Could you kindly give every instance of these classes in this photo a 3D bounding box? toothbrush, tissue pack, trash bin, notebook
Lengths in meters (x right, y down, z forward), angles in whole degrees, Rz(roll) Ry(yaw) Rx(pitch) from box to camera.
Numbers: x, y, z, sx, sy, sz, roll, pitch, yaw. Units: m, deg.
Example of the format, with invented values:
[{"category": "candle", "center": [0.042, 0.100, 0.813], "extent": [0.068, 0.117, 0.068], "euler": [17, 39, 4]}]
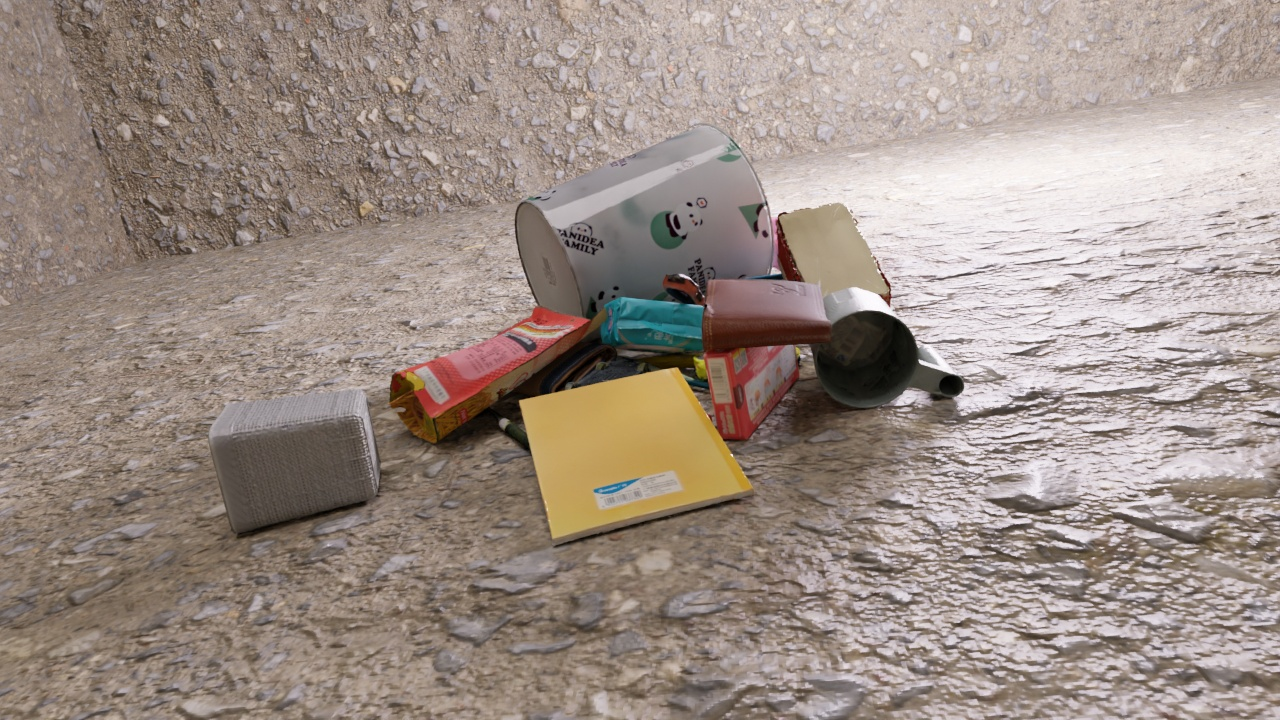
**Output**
[{"category": "toothbrush", "center": [-0.006, 0.006, 0.959], "extent": [0.190, 0.016, 0.016], "euler": [-3, 22, 21]}, {"category": "toothbrush", "center": [-0.124, 0.063, 0.844], "extent": [0.017, 0.012, 0.186], "euler": [-23, 20, -22]}, {"category": "toothbrush", "center": [0.027, 0.012, 0.893], "extent": [0.192, 0.018, 0.016], "euler": [14, 43, 44]}, {"category": "tissue pack", "center": [0.012, -0.034, 0.942], "extent": [0.093, 0.050, 0.133], "euler": [6, -2, -9]}, {"category": "trash bin", "center": [-0.003, -0.145, 1.129], "extent": [0.251, 0.230, 0.230], "euler": [-23, 20, -20]}, {"category": "notebook", "center": [-0.013, 0.064, 0.715], "extent": [0.145, 0.010, 0.206], "euler": [-12, 26, -9]}]

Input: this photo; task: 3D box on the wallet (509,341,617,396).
[{"category": "wallet", "center": [-0.091, 0.009, 0.943], "extent": [0.115, 0.033, 0.090], "euler": [7, 38, 47]}]

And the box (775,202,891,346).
[{"category": "box", "center": [0.200, -0.098, 0.958], "extent": [0.091, 0.078, 0.168], "euler": [-10, 43, 0]}]

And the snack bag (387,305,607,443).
[{"category": "snack bag", "center": [-0.142, -0.001, 0.904], "extent": [0.207, 0.073, 0.129], "euler": [-33, 22, -33]}]

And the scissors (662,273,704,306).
[{"category": "scissors", "center": [0.075, -0.054, 0.966], "extent": [0.189, 0.015, 0.226], "euler": [17, -6, 28]}]

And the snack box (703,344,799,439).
[{"category": "snack box", "center": [0.099, 0.005, 0.792], "extent": [0.025, 0.075, 0.152], "euler": [-3, 18, 28]}]

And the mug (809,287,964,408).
[{"category": "mug", "center": [0.207, -0.008, 0.791], "extent": [0.124, 0.084, 0.103], "euler": [18, 17, 0]}]

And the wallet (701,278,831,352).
[{"category": "wallet", "center": [0.102, -0.039, 0.752], "extent": [0.101, 0.032, 0.124], "euler": [0, 20, 7]}]

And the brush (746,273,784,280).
[{"category": "brush", "center": [0.160, -0.074, 1.054], "extent": [0.144, 0.055, 0.073], "euler": [-7, 18, 10]}]

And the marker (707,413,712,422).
[{"category": "marker", "center": [-0.010, 0.057, 0.787], "extent": [0.145, 0.017, 0.017], "euler": [-4, 17, 20]}]

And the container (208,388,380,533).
[{"category": "container", "center": [-0.280, 0.077, 0.759], "extent": [0.114, 0.090, 0.090], "euler": [-10, 17, -11]}]

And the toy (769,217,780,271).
[{"category": "toy", "center": [0.214, -0.140, 1.175], "extent": [0.179, 0.075, 0.194], "euler": [24, 13, 36]}]

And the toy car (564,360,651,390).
[{"category": "toy car", "center": [-0.029, 0.027, 0.860], "extent": [0.054, 0.037, 0.120], "euler": [-1, 18, 21]}]

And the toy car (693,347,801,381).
[{"category": "toy car", "center": [0.103, -0.003, 0.893], "extent": [0.105, 0.032, 0.048], "euler": [-8, 16, 1]}]
